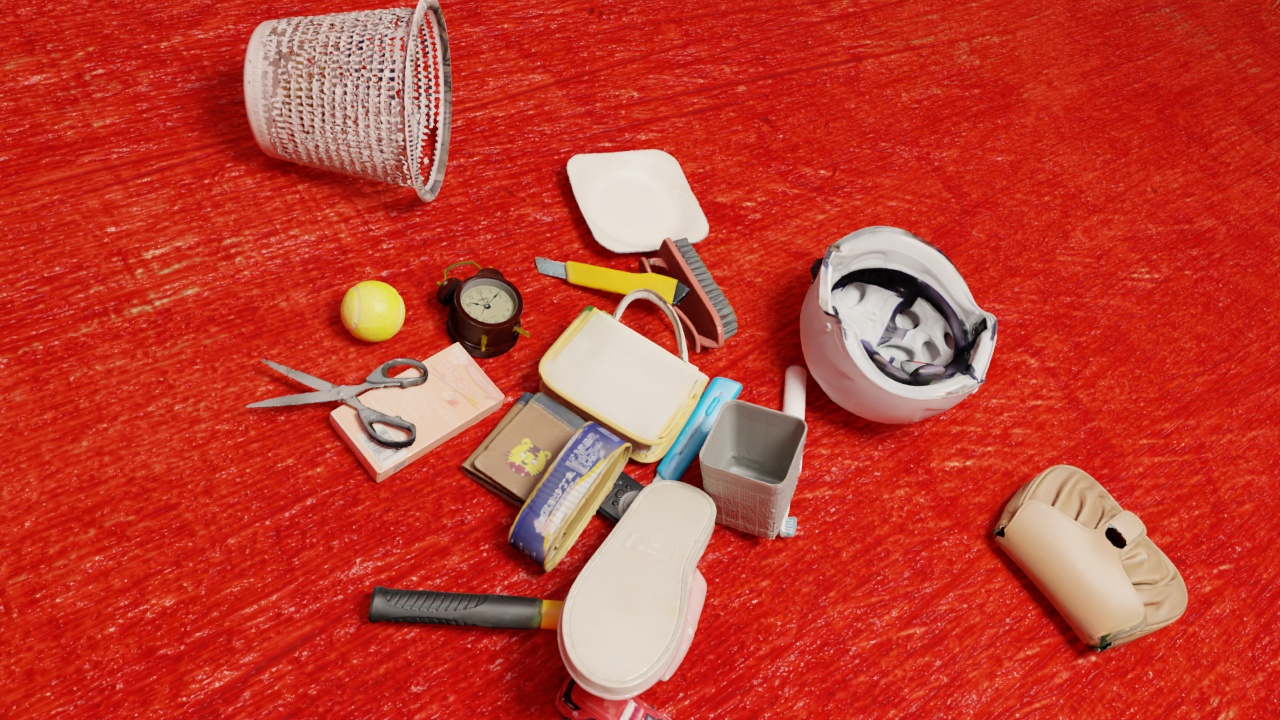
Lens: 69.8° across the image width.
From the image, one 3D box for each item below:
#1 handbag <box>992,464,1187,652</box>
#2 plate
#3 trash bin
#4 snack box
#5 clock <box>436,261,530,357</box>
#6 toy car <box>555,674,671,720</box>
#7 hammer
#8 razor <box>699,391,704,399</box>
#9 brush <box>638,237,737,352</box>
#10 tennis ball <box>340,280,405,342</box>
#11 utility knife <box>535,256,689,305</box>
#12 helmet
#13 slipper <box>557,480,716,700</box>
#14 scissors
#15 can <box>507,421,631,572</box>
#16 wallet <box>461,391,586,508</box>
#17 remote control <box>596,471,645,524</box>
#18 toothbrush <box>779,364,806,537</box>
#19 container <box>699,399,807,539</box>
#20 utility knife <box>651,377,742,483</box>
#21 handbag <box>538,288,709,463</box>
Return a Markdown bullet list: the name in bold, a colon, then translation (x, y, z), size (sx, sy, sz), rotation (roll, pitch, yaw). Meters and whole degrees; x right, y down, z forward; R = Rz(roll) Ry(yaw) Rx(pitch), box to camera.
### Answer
- **handbag**: translation (0.506, 0.219, 1.033), size (0.147, 0.100, 0.204), rotation (-26, 66, -27)
- **plate**: translation (-0.007, -0.199, 1.175), size (0.164, 0.034, 0.163), rotation (-10, 62, -24)
- **trash bin**: translation (-0.328, -0.300, 1.039), size (0.192, 0.228, 0.227), rotation (4, 56, -2)
- **snack box**: translation (-0.227, 0.050, 0.941), size (0.156, 0.026, 0.084), rotation (-32, 72, -33)
- **clock**: translation (-0.176, -0.060, 1.014), size (0.081, 0.055, 0.122), rotation (-20, 64, -28)
- **toy car**: translation (-0.018, 0.322, 0.823), size (0.120, 0.045, 0.052), rotation (33, 55, 1)
- **hammer**: translation (-0.094, 0.234, 0.846), size (0.300, 0.033, 0.128), rotation (6, 28, -9)
- **razor**: translation (0.049, 0.033, 1.045), size (0.132, 0.028, 0.043), rotation (23, 72, 0)
- **brush**: translation (0.056, -0.073, 1.098), size (0.069, 0.063, 0.145), rotation (-22, 68, -25)
- **tennis ball**: translation (-0.282, -0.052, 0.966), size (0.065, 0.066, 0.065), rotation (9, 56, -13)
- **utility knife**: translation (-0.036, -0.097, 1.083), size (0.192, 0.015, 0.033), rotation (13, 79, 11)
- **helmet**: translation (0.289, -0.027, 1.094), size (0.229, 0.146, 0.257), rotation (19, 46, -8)
- **slipper**: translation (0.003, 0.205, 0.839), size (0.114, 0.055, 0.273), rotation (16, 32, 10)
- **scissors**: translation (-0.291, 0.035, 0.909), size (0.178, 0.014, 0.159), rotation (-29, 66, -29)
- **can**: translation (-0.069, 0.131, 0.898), size (0.049, 0.075, 0.148), rotation (30, 74, 15)
- **wallet**: translation (-0.116, 0.091, 0.946), size (0.090, 0.033, 0.115), rotation (30, 55, 14)
- **remote control**: translation (-0.018, 0.146, 0.949), size (0.136, 0.024, 0.053), rotation (35, 55, 11)
- **toothbrush**: translation (0.171, 0.100, 1.043), size (0.026, 0.027, 0.220), rotation (-7, 51, 23)
- **container**: translation (0.116, 0.117, 0.949), size (0.090, 0.114, 0.090), rotation (16, 51, 19)
- **utility knife**: translation (0.058, 0.083, 1.005), size (0.034, 0.018, 0.161), rotation (33, 69, 5)
- **handbag**: translation (-0.006, 0.006, 1.008), size (0.163, 0.063, 0.178), rotation (31, 62, 9)
